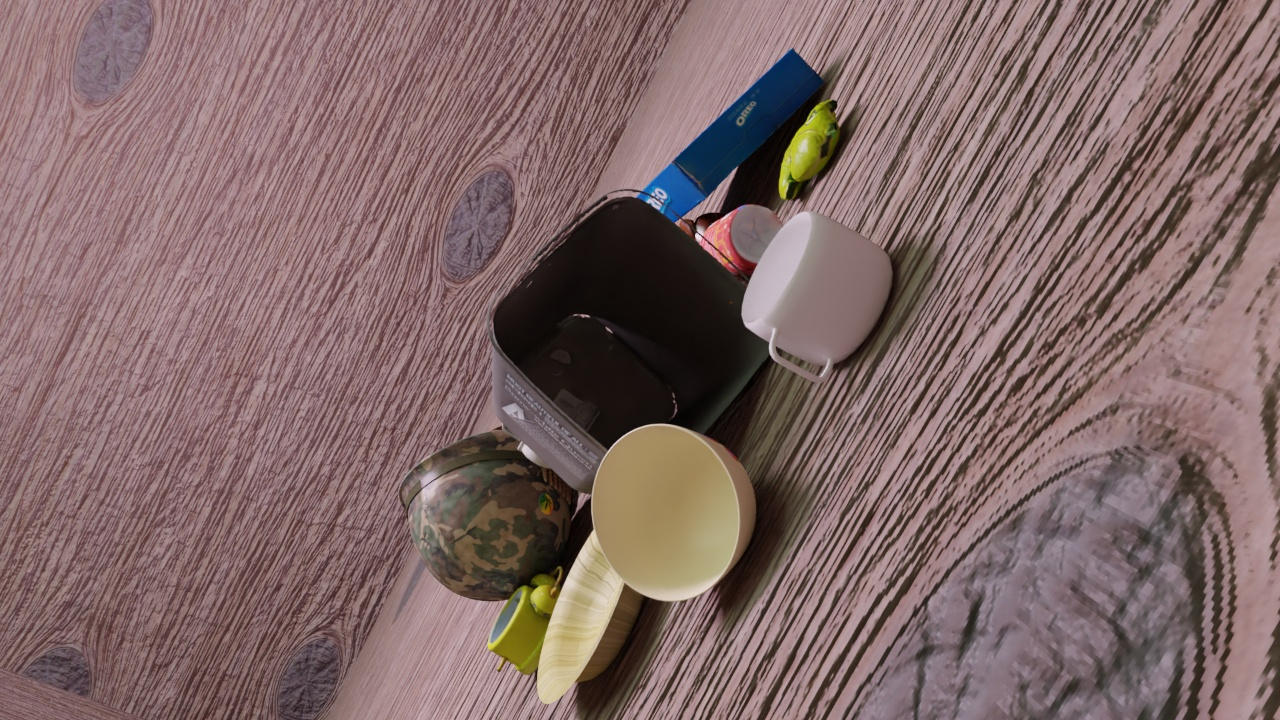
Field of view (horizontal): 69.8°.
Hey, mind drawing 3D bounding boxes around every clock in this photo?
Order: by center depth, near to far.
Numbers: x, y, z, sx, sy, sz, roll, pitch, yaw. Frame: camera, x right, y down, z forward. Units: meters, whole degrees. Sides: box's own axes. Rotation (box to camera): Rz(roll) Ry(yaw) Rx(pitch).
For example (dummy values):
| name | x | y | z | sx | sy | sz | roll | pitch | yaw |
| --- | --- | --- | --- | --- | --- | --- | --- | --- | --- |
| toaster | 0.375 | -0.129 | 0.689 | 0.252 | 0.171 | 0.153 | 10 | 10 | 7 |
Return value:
| name | x | y | z | sx | sy | sz | roll | pitch | yaw |
| --- | --- | --- | --- | --- | --- | --- | --- | --- | --- |
| clock | -0.111 | 0.270 | 0.964 | 0.119 | 0.057 | 0.083 | -57 | 10 | -3 |

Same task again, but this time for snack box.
| name | x | y | z | sx | sy | sz | roll | pitch | yaw |
| --- | --- | --- | --- | --- | --- | --- | --- | --- | --- |
| snack box | 0.084 | -0.238 | 1.059 | 0.195 | 0.056 | 0.239 | -46 | 7 | -14 |

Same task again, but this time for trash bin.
| name | x | y | z | sx | sy | sz | roll | pitch | yaw |
| --- | --- | --- | --- | --- | --- | --- | --- | --- | --- |
| trash bin | -0.027 | 0.006 | 0.814 | 0.197 | 0.197 | 0.221 | -47 | -2 | -24 |

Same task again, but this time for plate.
| name | x | y | z | sx | sy | sz | roll | pitch | yaw |
| --- | --- | --- | --- | --- | --- | --- | --- | --- | --- |
| plate | -0.032 | 0.213 | 0.798 | 0.185 | 0.036 | 0.184 | -59 | 13 | 21 |

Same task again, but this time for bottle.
| name | x | y | z | sx | sy | sz | roll | pitch | yaw |
| --- | --- | --- | --- | --- | --- | --- | --- | --- | --- |
| bottle | 0.090 | -0.111 | 0.904 | 0.062 | 0.062 | 0.138 | -65 | 11 | -8 |

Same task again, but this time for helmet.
| name | x | y | z | sx | sy | sz | roll | pitch | yaw |
| --- | --- | --- | --- | --- | --- | --- | --- | --- | --- |
| helmet | -0.172 | 0.166 | 1.073 | 0.193 | 0.224 | 0.236 | -40 | 56 | 20 |

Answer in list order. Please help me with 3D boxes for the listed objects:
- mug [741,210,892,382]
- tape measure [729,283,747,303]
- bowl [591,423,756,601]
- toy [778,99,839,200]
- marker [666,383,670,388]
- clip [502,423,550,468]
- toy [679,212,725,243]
| name | x | y | z | sx | sy | sz | roll | pitch | yaw |
| --- | --- | --- | --- | --- | --- | --- | --- | --- | --- |
| mug | 0.118 | -0.039 | 0.624 | 0.095 | 0.068 | 0.115 | -44 | 23 | 57 |
| tape measure | 0.081 | -0.050 | 0.888 | 0.068 | 0.030 | 0.058 | -38 | 28 | 59 |
| bowl | 0.035 | 0.102 | 0.642 | 0.074 | 0.118 | 0.118 | 1 | -56 | -56 |
| toy | 0.157 | -0.196 | 0.867 | 0.093 | 0.036 | 0.094 | 170 | 119 | -79 |
| marker | 0.041 | -0.021 | 1.024 | 0.017 | 0.017 | 0.146 | -44 | 22 | 57 |
| clip | -0.063 | 0.066 | 0.981 | 0.126 | 0.150 | 0.089 | -58 | 2 | 22 |
| toy | 0.078 | -0.113 | 1.027 | 0.090 | 0.070 | 0.102 | 113 | 154 | -61 |
